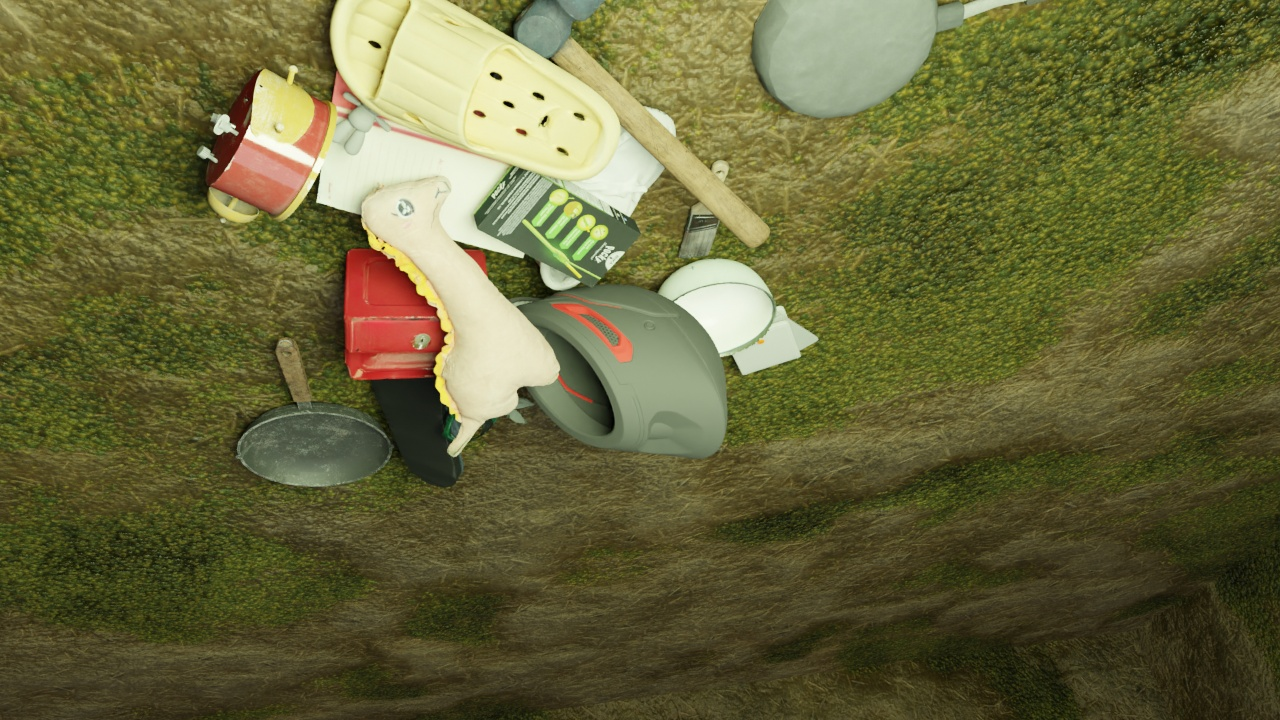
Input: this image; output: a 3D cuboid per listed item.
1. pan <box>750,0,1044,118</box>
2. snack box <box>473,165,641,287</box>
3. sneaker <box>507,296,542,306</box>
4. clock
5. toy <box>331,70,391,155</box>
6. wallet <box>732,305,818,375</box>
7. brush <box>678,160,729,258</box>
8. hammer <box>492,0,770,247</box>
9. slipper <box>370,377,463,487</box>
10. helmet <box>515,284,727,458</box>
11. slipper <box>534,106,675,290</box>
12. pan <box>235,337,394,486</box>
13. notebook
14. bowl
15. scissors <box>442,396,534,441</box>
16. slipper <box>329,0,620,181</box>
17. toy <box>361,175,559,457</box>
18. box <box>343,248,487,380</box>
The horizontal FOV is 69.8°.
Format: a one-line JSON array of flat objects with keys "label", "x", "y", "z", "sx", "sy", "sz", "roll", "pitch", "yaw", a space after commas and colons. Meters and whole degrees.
[{"label": "pan", "x": 0.282, "y": -0.318, "z": 0.854, "sx": 0.357, "sy": 0.041, "sz": 0.179, "roll": -14, "pitch": 146, "yaw": 4}, {"label": "snack box", "x": -0.081, "y": -0.135, "z": 0.909, "sx": 0.147, "sy": 0.025, "sz": 0.080, "roll": 25, "pitch": 121, "yaw": -38}, {"label": "sneaker", "x": -0.070, "y": -0.011, "z": 1.170, "sx": 0.262, "sy": 0.096, "sz": 0.129, "roll": 3, "pitch": 155, "yaw": -22}, {"label": "clock", "x": -0.343, "y": -0.186, "z": 0.811, "sx": 0.081, "sy": 0.117, "sz": 0.159, "roll": 25, "pitch": 138, "yaw": -37}, {"label": "toy", "x": -0.233, "y": -0.231, "z": 0.813, "sx": 0.049, "sy": 0.030, "sz": 0.112, "roll": 38, "pitch": 109, "yaw": -21}, {"label": "wallet", "x": 0.181, "y": -0.030, "z": 1.251, "sx": 0.115, "sy": 0.037, "sz": 0.118, "roll": -18, "pitch": 149, "yaw": 11}, {"label": "brush", "x": 0.074, "y": -0.168, "z": 1.041, "sx": 0.039, "sy": 0.012, "sz": 0.152, "roll": -2, "pitch": 144, "yaw": -12}, {"label": "hammer", "x": 0.011, "y": -0.211, "z": 0.863, "sx": 0.130, "sy": 0.040, "sz": 0.321, "roll": -33, "pitch": 123, "yaw": 32}, {"label": "slipper", "x": -0.278, "y": 0.047, "z": 1.207, "sx": 0.109, "sy": 0.083, "sz": 0.266, "roll": 10, "pitch": 131, "yaw": 19}, {"label": "helmet", "x": -0.006, "y": 0.006, "z": 1.019, "sx": 0.169, "sy": 0.265, "sz": 0.165, "roll": -31, "pitch": 153, "yaw": -37}, {"label": "slipper", "x": -0.044, "y": -0.166, "z": 0.969, "sx": 0.112, "sy": 0.074, "sz": 0.248, "roll": -2, "pitch": 146, "yaw": -40}, {"label": "pan", "x": -0.442, "y": 0.070, "z": 1.222, "sx": 0.207, "sy": 0.040, "sz": 0.358, "roll": -3, "pitch": 144, "yaw": -12}, {"label": "notebook", "x": -0.194, "y": -0.186, "z": 0.878, "sx": 0.208, "sy": 0.012, "sz": 0.153, "roll": 14, "pitch": 129, "yaw": -14}, {"label": "bowl", "x": 0.085, "y": -0.072, "z": 1.130, "sx": 0.153, "sy": 0.072, "sz": 0.154, "roll": -7, "pitch": 147, "yaw": -5}, {"label": "scissors", "x": -0.192, "y": 0.037, "z": 1.232, "sx": 0.015, "sy": 0.142, "sz": 0.209, "roll": 8, "pitch": -175, "yaw": 24}, {"label": "slipper", "x": -0.137, "y": -0.221, "z": 0.773, "sx": 0.261, "sy": 0.079, "sz": 0.111, "roll": 22, "pitch": 115, "yaw": -19}, {"label": "toy", "x": -0.198, "y": -0.045, "z": 0.912, "sx": 0.196, "sy": 0.065, "sz": 0.264, "roll": -42, "pitch": 115, "yaw": 0}, {"label": "box", "x": -0.246, "y": -0.060, "z": 1.009, "sx": 0.157, "sy": 0.134, "sz": 0.113, "roll": -3, "pitch": 147, "yaw": -12}]
